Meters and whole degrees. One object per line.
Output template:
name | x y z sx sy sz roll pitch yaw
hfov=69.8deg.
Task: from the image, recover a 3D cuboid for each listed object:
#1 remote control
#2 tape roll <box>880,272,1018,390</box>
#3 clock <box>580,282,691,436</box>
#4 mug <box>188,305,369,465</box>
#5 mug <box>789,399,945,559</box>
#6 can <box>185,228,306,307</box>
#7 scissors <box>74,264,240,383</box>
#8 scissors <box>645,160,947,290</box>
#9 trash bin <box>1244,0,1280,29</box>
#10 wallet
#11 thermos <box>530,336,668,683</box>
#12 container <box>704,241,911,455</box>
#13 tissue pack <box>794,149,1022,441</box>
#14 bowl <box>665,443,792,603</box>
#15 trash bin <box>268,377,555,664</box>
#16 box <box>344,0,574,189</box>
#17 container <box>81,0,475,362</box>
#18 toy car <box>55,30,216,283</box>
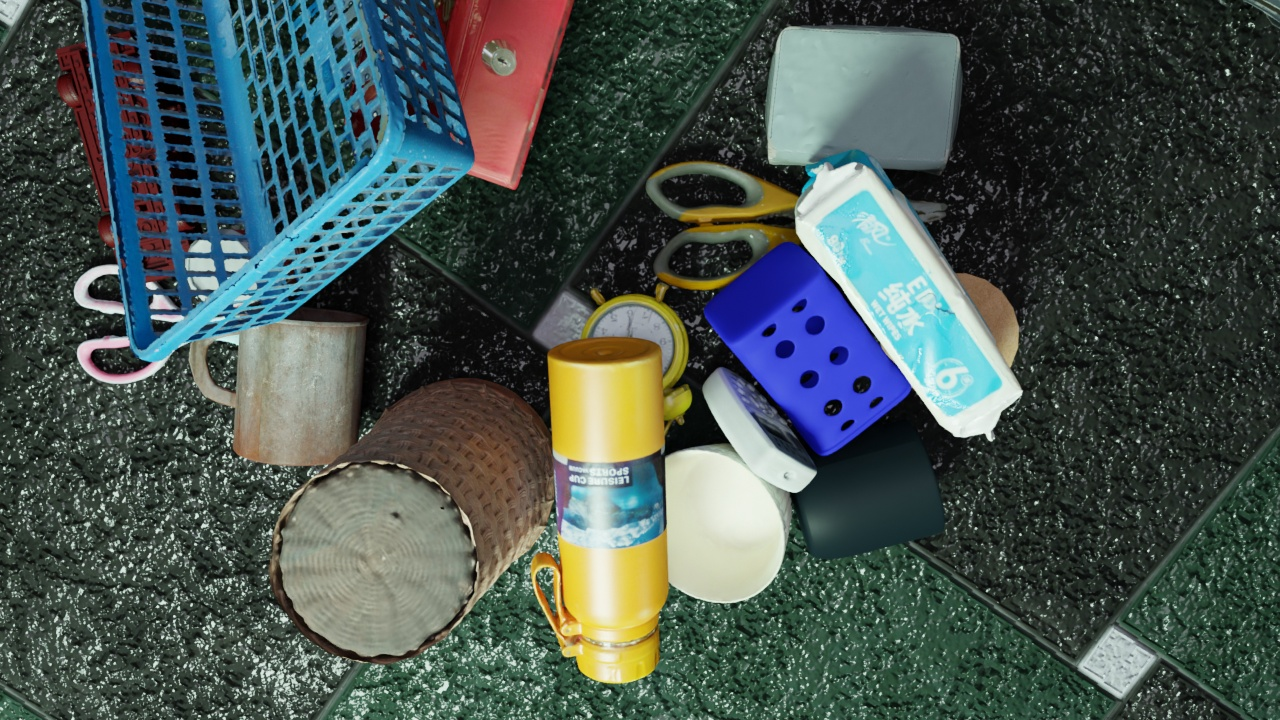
remote control | 0.082 0.047 0.653 0.060 0.114 0.028 30 108 -32
tape roll | 0.228 -0.018 0.680 0.094 0.027 0.094 0 97 2
clock | -0.004 0.004 0.676 0.083 0.057 0.118 -4 90 2
mug | -0.265 0.015 0.669 0.123 0.096 0.110 5 93 -6
mug | 0.155 0.079 0.674 0.094 0.085 0.121 -16 68 4
can | -0.279 -0.067 0.659 0.054 0.096 0.054 0 96 2
scissors | -0.351 -0.038 0.708 0.178 0.016 0.101 -6 96 3
scissors | 0.115 -0.114 0.676 0.229 0.016 0.114 -10 78 -5
trash bin | 0.345 -0.314 0.579 0.227 0.164 0.164 15 97 4
wallet | 0.156 -0.184 0.653 0.132 0.054 0.100 7 89 4
thermos | -0.027 0.104 0.632 0.091 0.076 0.233 2 106 14
container | 0.114 -0.010 0.639 0.084 0.085 0.113 -40 114 7
tissue pack | 0.174 -0.043 0.601 0.066 0.116 0.209 -34 97 19
bowl | 0.060 0.111 0.671 0.115 0.062 0.115 8 107 27
trash bin | -0.140 0.098 0.617 0.151 0.210 0.151 0 97 1
box | -0.100 -0.202 0.623 0.126 0.137 0.157 16 99 9
container | -0.229 -0.205 0.556 0.258 0.089 0.362 -28 70 32
toy car | -0.361 -0.144 0.671 0.070 0.062 0.170 -13 96 3
